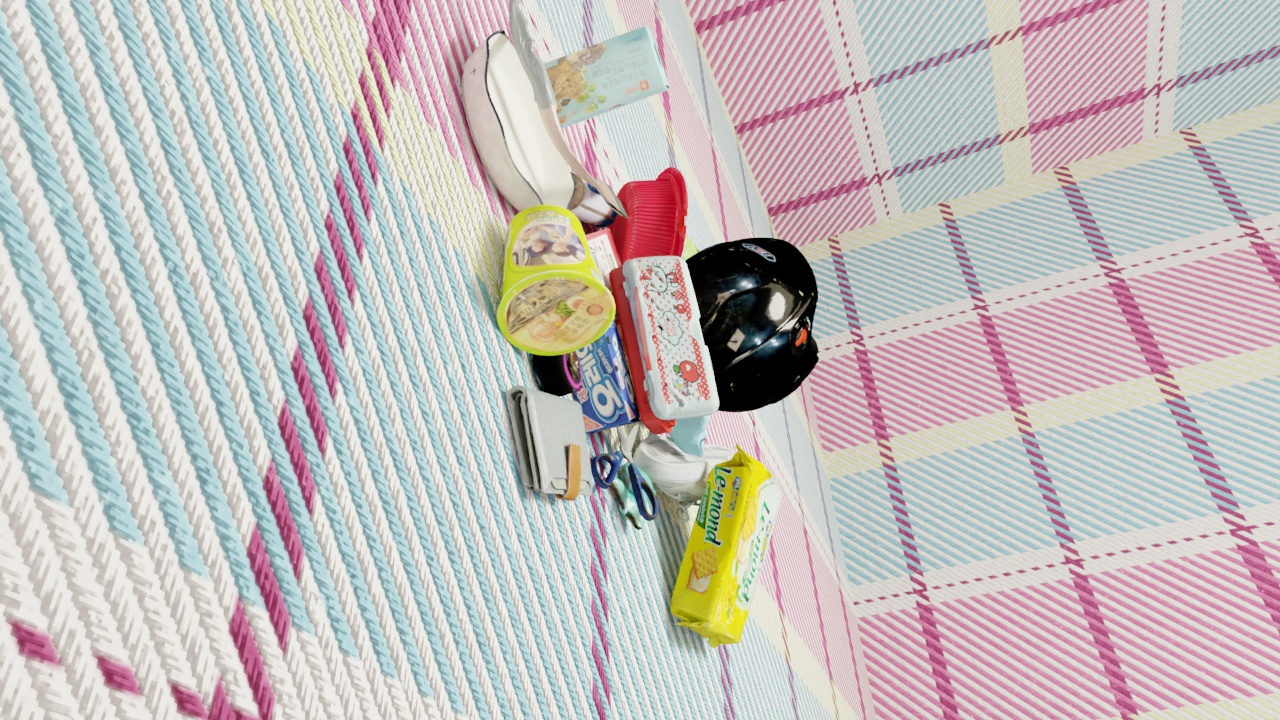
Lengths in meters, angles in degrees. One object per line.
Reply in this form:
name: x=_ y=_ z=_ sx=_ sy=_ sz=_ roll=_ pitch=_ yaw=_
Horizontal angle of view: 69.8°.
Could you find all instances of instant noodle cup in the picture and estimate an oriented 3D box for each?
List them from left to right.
instant noodle cup: x=-0.088 y=-0.087 z=0.906 sx=0.112 sy=0.112 sz=0.123 roll=57 pitch=16 yaw=-47
instant noodle cup: x=0.000 y=-0.169 z=1.229 sx=0.194 sy=0.065 sz=0.194 roll=-172 pitch=-89 yaw=-71

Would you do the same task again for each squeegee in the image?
squeegee: x=-0.094 y=-0.278 z=1.018 sx=0.250 sy=0.040 sz=0.247 roll=63 pitch=3 yaw=-18

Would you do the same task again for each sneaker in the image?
sneaker: x=0.057 y=0.160 z=1.225 sx=0.241 sy=0.089 sz=0.091 roll=12 pitch=104 yaw=-56

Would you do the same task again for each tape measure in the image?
tape measure: x=-0.083 y=0.008 z=0.938 sx=0.057 sy=0.039 sz=0.057 roll=-86 pitch=155 yaw=-50

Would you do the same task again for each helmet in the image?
helmet: x=0.128 y=-0.056 z=1.337 sx=0.233 sy=0.275 sz=0.229 roll=35 pitch=18 yaw=31

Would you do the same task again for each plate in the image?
plate: x=-0.134 y=-0.251 z=1.007 sx=0.204 sy=0.046 sz=0.205 roll=-17 pitch=90 yaw=-75

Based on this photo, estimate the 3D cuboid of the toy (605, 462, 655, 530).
toy: x=-0.010 y=0.154 z=1.071 sx=0.096 sy=0.030 sz=0.091 roll=52 pitch=23 yaw=-28

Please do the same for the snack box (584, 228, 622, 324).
snack box: x=-0.056 y=-0.098 z=1.128 sx=0.127 sy=0.044 sz=0.113 roll=-44 pitch=116 yaw=-71

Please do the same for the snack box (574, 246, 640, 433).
snack box: x=-0.055 y=-0.023 z=1.030 sx=0.057 sy=0.058 sz=0.207 roll=-11 pitch=85 yaw=-76

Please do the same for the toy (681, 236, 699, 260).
toy: x=0.066 y=-0.146 z=1.517 sx=0.246 sy=0.090 sz=0.226 roll=18 pitch=63 yaw=-68

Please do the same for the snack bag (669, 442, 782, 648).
snack bag: x=0.112 y=0.243 z=1.189 sx=0.158 sy=0.068 sz=0.246 roll=48 pitch=58 yaw=-59

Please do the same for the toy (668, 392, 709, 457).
toy: x=0.043 y=0.052 z=1.186 sx=0.157 sy=0.049 sz=0.161 roll=-35 pitch=-111 yaw=62

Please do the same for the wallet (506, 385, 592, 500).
wallet: x=-0.079 y=0.082 z=0.884 sx=0.129 sy=0.037 sz=0.106 roll=27 pitch=49 yaw=-69

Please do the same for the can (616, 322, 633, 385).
can: x=-0.007 y=0.007 z=1.168 sx=0.058 sy=0.059 sz=0.116 roll=42 pitch=36 yaw=-62

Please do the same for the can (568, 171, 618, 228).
can: x=-0.071 y=-0.203 z=1.162 sx=0.134 sy=0.053 sz=0.053 roll=-2 pitch=76 yaw=-74

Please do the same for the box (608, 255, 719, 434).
box: x=0.031 y=-0.023 z=1.058 sx=0.095 sy=0.098 sz=0.201 roll=51 pitch=25 yaw=-69

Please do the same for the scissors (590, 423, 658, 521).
scissors: x=-0.015 y=0.118 z=1.061 sx=0.163 sy=0.012 sz=0.162 roll=55 pitch=24 yaw=12

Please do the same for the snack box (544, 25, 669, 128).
snack box: x=-0.058 y=-0.338 z=1.115 sx=0.051 sy=0.175 sz=0.074 roll=-56 pitch=128 yaw=-77
